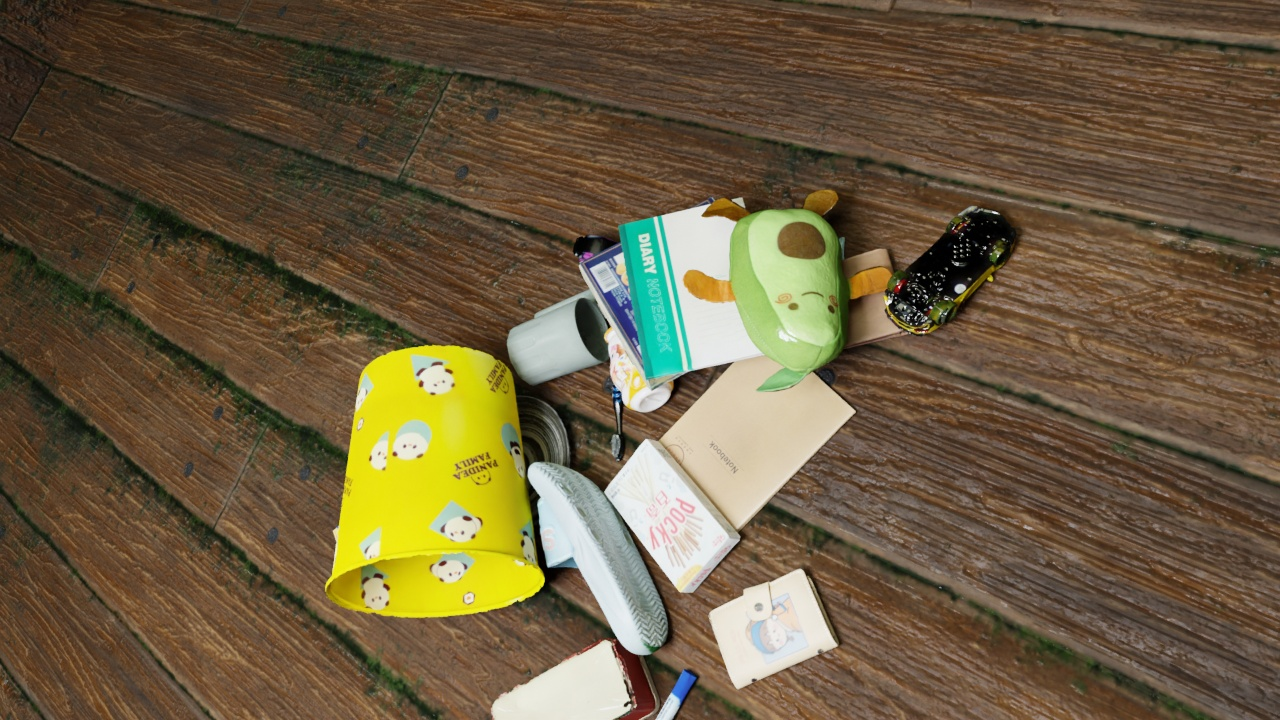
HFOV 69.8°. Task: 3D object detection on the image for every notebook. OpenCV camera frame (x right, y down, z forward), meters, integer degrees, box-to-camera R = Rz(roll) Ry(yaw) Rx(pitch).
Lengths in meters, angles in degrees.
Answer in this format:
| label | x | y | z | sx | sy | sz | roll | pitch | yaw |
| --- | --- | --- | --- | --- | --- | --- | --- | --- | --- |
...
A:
| label | x | y | z | sx | sy | sz | roll | pitch | yaw |
| --- | --- | --- | --- | --- | --- | --- | --- | --- | --- |
| notebook | 0.114 | 0.084 | 1.012 | 0.208 | 0.008 | 0.148 | -47 | 56 | 7 |
| notebook | 0.062 | -0.084 | 1.021 | 0.150 | 0.012 | 0.208 | -13 | 60 | 4 |

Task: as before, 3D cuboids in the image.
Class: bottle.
| label | x | y | z | sx | sy | sz | roll | pitch | yaw |
| --- | --- | --- | --- | --- | --- | --- | --- | --- | --- |
| bottle | -0.006 | 0.006 | 1.078 | 0.063 | 0.063 | 0.108 | -36 | 58 | 14 |

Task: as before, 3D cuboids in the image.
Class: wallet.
| label | x | y | z | sx | sy | sz | roll | pitch | yaw |
| --- | --- | --- | --- | --- | --- | --- | --- | --- | --- |
| wallet | 0.131 | 0.268 | 0.926 | 0.115 | 0.024 | 0.087 | -31 | 65 | 19 |
| wallet | 0.221 | -0.061 | 0.983 | 0.115 | 0.020 | 0.101 | -14 | 64 | 10 |

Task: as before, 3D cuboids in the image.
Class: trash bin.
| label | x | y | z | sx | sy | sz | roll | pitch | yaw |
| --- | --- | --- | --- | --- | --- | --- | --- | --- | --- |
| trash bin | -0.230 | 0.136 | 1.045 | 0.230 | 0.229 | 0.254 | -20 | 58 | 23 |

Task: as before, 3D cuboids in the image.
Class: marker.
| label | x | y | z | sx | sy | sz | roll | pitch | yaw |
| --- | --- | --- | --- | --- | --- | --- | --- | --- | --- |
| marker | 0.016 | 0.388 | 0.951 | 0.017 | 0.017 | 0.145 | 29 | 87 | 35 |

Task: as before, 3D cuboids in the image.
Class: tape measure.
| label | x | y | z | sx | sy | sz | roll | pitch | yaw |
| --- | --- | --- | --- | --- | --- | --- | --- | --- | --- |
| tape measure | -0.051 | -0.133 | 1.159 | 0.058 | 0.057 | 0.039 | 13 | 83 | 48 |

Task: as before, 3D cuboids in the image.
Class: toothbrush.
| label | x | y | z | sx | sy | sz | roll | pitch | yaw |
| --- | --- | --- | --- | --- | --- | --- | --- | --- | --- |
| toothbrush | -0.028 | 0.030 | 1.111 | 0.014 | 0.016 | 0.189 | -10 | 66 | 22 |

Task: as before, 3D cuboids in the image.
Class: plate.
| label | x | y | z | sx | sy | sz | roll | pitch | yaw |
| --- | --- | --- | --- | --- | --- | --- | --- | --- | --- |
| plate | -0.161 | 0.132 | 1.146 | 0.180 | 0.024 | 0.179 | -10 | 68 | 25 |

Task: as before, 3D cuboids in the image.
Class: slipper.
| label | x | y | z | sx | sy | sz | roll | pitch | yaw |
| --- | --- | --- | --- | --- | --- | --- | --- | --- | --- |
| slipper | -0.054 | 0.217 | 1.008 | 0.074 | 0.104 | 0.245 | -41 | 64 | 18 |

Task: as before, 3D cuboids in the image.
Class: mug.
| label | x | y | z | sx | sy | sz | roll | pitch | yaw |
| --- | --- | --- | --- | --- | --- | --- | --- | --- | --- |
| mug | -0.098 | -0.035 | 1.146 | 0.104 | 0.084 | 0.123 | -21 | 36 | 23 |

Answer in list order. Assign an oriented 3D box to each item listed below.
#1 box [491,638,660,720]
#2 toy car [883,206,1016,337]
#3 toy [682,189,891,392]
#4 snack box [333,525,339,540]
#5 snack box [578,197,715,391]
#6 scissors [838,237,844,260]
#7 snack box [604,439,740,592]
| label | x | y | z | sx | sy | sz | roll | pitch | yaw |
| --- | --- | --- | --- | --- | --- | --- | --- | --- | --- |
| box | -0.076 | 0.365 | 0.976 | 0.168 | 0.076 | 0.091 | -33 | 59 | 15 |
| toy car | 0.318 | -0.091 | 0.937 | 0.155 | 0.041 | 0.071 | -45 | 58 | -6 |
| toy | 0.153 | -0.088 | 0.950 | 0.227 | 0.090 | 0.246 | -4 | 58 | -6 |
| snack box | -0.334 | 0.218 | 1.211 | 0.157 | 0.026 | 0.084 | -39 | 58 | 12 |
| snack box | 0.048 | -0.080 | 1.055 | 0.182 | 0.046 | 0.177 | -27 | 59 | -5 |
| scissors | 0.217 | -0.077 | 1.010 | 0.057 | 0.017 | 0.133 | -1 | 68 | 29 |
| snack box | 0.031 | 0.168 | 1.010 | 0.085 | 0.026 | 0.157 | -52 | 54 | 15 |
